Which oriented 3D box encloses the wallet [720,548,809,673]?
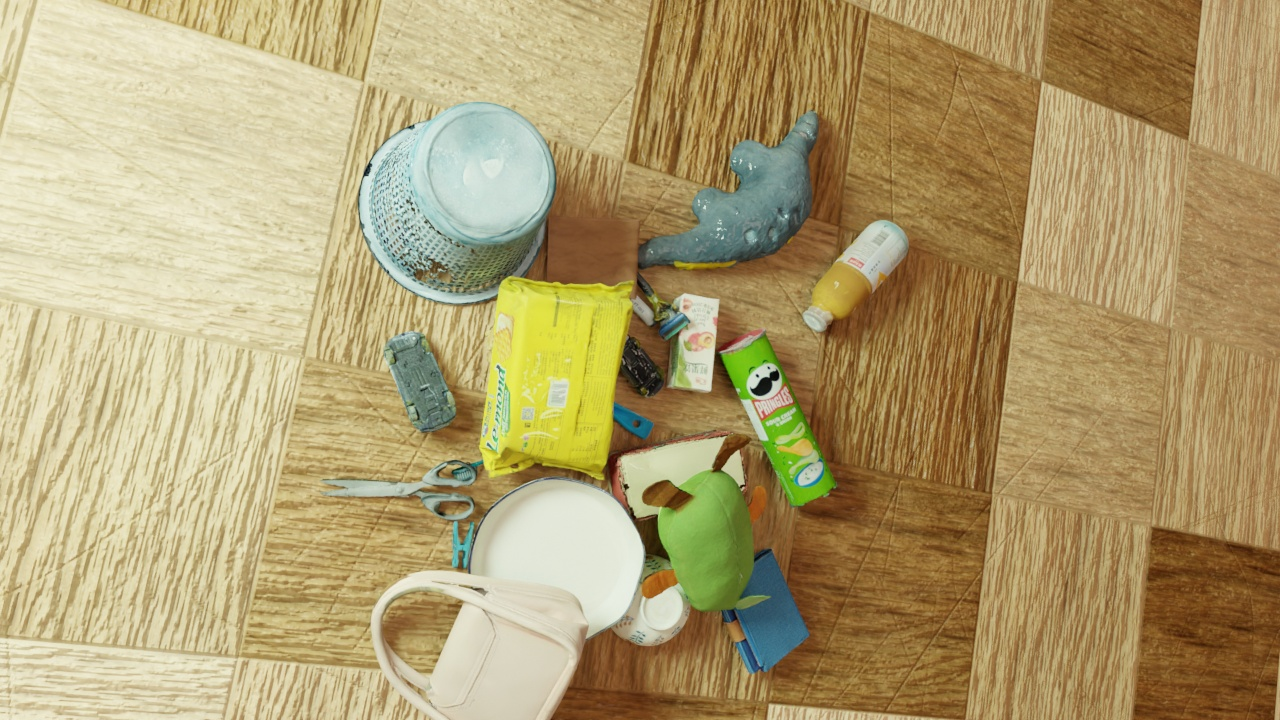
[{"bbox_3d":[0.159,0.331,1.211,0.106,0.040,0.133,-27,95,-30],"label":"wallet"}]

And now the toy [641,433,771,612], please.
[{"bbox_3d":[0.081,0.209,1.099,0.226,0.090,0.247,-30,123,-30],"label":"toy"}]

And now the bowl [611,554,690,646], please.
[{"bbox_3d":[0.016,0.302,1.145,0.113,0.062,0.113,2,84,-21],"label":"bowl"}]

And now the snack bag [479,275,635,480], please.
[{"bbox_3d":[-0.096,0.020,1.074,0.158,0.068,0.246,4,101,-22],"label":"snack bag"}]

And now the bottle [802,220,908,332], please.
[{"bbox_3d":[0.297,-0.115,1.277,0.189,0.068,0.068,-46,103,-18],"label":"bottle"}]

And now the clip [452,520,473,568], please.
[{"bbox_3d":[-0.212,0.218,1.085,0.041,0.014,0.056,9,82,-20],"label":"clip"}]

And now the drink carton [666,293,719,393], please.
[{"bbox_3d":[0.067,-0.021,1.193,0.053,0.045,0.122,7,83,-16],"label":"drink carton"}]

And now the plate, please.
[{"bbox_3d":[-0.100,0.237,1.092,0.204,0.045,0.205,0,93,-10],"label":"plate"}]

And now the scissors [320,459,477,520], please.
[{"bbox_3d":[-0.275,0.157,1.061,0.172,0.014,0.145,-32,109,-8],"label":"scissors"}]

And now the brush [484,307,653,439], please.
[{"bbox_3d":[-0.087,0.022,1.138,0.254,0.046,0.083,36,71,-20],"label":"brush"}]

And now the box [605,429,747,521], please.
[{"bbox_3d":[0.049,0.141,1.157,0.168,0.079,0.091,-10,91,-22],"label":"box"}]

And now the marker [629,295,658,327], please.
[{"bbox_3d":[-0.026,-0.091,1.176,0.023,0.018,0.130,-42,103,7],"label":"marker"}]

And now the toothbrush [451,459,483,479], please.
[{"bbox_3d":[-0.138,0.110,1.120,0.191,0.016,0.018,-18,103,-21],"label":"toothbrush"}]

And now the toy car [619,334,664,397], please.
[{"bbox_3d":[-0.007,0.007,1.167,0.042,0.035,0.090,-44,103,-17],"label":"toy car"}]

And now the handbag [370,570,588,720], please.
[{"bbox_3d":[-0.192,0.324,1.029,0.234,0.093,0.193,24,107,-4],"label":"handbag"}]

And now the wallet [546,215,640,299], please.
[{"bbox_3d":[-0.059,-0.129,1.146,0.115,0.020,0.101,3,94,-5],"label":"wallet"}]

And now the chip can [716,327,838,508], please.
[{"bbox_3d":[0.182,0.077,1.219,0.072,0.072,0.236,-29,98,-21],"label":"chip can"}]

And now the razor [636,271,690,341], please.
[{"bbox_3d":[0.006,-0.092,1.172,0.043,0.022,0.142,-39,87,13],"label":"razor"}]

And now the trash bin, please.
[{"bbox_3d":[-0.190,-0.185,1.022,0.226,0.195,0.226,1,87,-21],"label":"trash bin"}]

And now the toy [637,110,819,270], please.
[{"bbox_3d":[0.152,-0.210,1.223,0.138,0.091,0.355,40,70,14],"label":"toy"}]

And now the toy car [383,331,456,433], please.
[{"bbox_3d":[-0.257,0.025,1.068,0.054,0.037,0.120,-22,85,-21],"label":"toy car"}]
